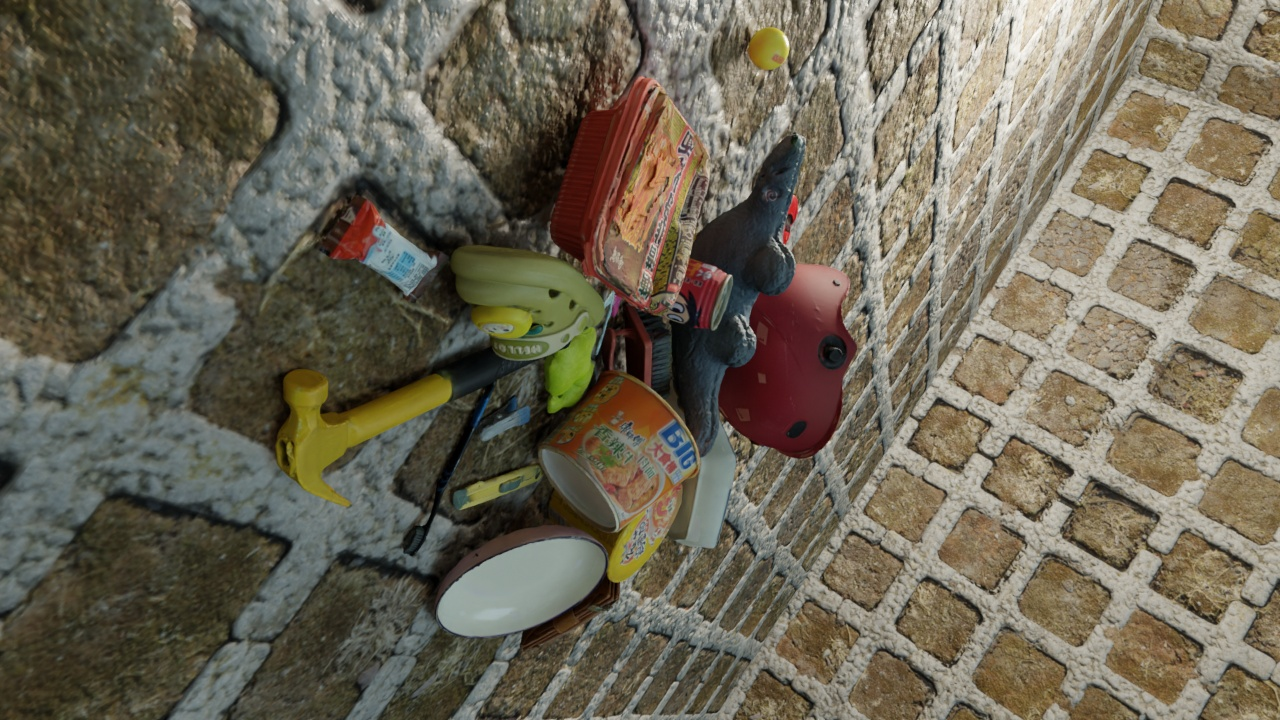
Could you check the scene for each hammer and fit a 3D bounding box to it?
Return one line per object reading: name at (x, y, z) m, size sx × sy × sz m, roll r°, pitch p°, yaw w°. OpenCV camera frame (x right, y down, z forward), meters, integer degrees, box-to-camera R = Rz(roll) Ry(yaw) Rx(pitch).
hammer at (-0.164, 0.022, 0.756) m, size 0.299 × 0.033 × 0.129 m, roll -29°, pitch 143°, yaw -47°

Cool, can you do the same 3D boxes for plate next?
plate at (-0.130, 0.232, 0.988) m, size 0.192 × 0.039 × 0.193 m, roll -17°, pitch 142°, yaw -14°
plate at (0.044, 0.134, 1.135) m, size 0.034 × 0.162 × 0.266 m, roll -25°, pitch 144°, yaw -28°

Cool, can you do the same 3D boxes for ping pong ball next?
ping pong ball at (0.127, -0.310, 0.911) m, size 0.040 × 0.040 × 0.040 m, roll -43°, pitch 151°, yaw -31°

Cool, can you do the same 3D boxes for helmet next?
helmet at (0.147, -0.006, 1.115) m, size 0.143 × 0.207 × 0.239 m, roll 9°, pitch 72°, yaw -27°

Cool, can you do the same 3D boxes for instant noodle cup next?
instant noodle cup at (-0.029, 0.101, 0.969) m, size 0.111 × 0.151 × 0.152 m, roll -41°, pitch 151°, yaw -26°
instant noodle cup at (-0.010, -0.135, 0.780) m, size 0.188 × 0.079 × 0.164 m, roll 30°, pitch 77°, yaw -67°
instant noodle cup at (-0.034, 0.175, 1.085) m, size 0.137 × 0.110 × 0.138 m, roll -42°, pitch 151°, yaw -31°

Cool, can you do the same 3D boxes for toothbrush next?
toothbrush at (-0.176, 0.099, 0.847) m, size 0.016 × 0.014 × 0.189 m, roll 20°, pitch 101°, yaw -41°

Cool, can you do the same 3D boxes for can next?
can at (0.041, -0.073, 0.942) m, size 0.066 × 0.094 × 0.066 m, roll 20°, pitch 89°, yaw -78°

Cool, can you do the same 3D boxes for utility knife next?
utility knife at (-0.133, 0.124, 0.961) m, size 0.189 × 0.020 × 0.031 m, roll -20°, pitch 141°, yaw -61°

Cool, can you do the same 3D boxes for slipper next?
slipper at (-0.086, -0.039, 0.748) m, size 0.190 × 0.092 × 0.081 m, roll 27°, pitch 70°, yaw -71°

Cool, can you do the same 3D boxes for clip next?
clip at (-0.132, 0.058, 0.874) m, size 0.058 × 0.043 × 0.027 m, roll -28°, pitch 145°, yaw -36°

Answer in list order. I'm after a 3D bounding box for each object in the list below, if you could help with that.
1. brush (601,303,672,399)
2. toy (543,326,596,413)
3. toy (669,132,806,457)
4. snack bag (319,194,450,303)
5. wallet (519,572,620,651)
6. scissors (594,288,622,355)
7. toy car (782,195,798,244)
brush at (-0.006, 0.006, 1.012) m, size 0.069 × 0.063 × 0.146 m, roll -17°, pitch 144°, yaw -12°
toy at (-0.070, 0.009, 0.919) m, size 0.096 × 0.031 × 0.100 m, roll -57°, pitch 159°, yaw -6°
toy at (0.094, -0.077, 1.005) m, size 0.091 × 0.138 × 0.357 m, roll 12°, pitch 103°, yaw -29°
snack bag at (-0.174, -0.073, 0.634) m, size 0.048 × 0.026 × 0.104 m, roll -53°, pitch 156°, yaw 2°
wallet at (-0.082, 0.293, 1.102) m, size 0.131 × 0.035 × 0.119 m, roll -33°, pitch -167°, yaw 11°
scissors at (-0.025, -0.070, 0.887) m, size 0.133 × 0.017 × 0.130 m, roll -60°, pitch 164°, yaw -77°
toy car at (0.175, -0.165, 1.184) m, size 0.106 × 0.031 × 0.049 m, roll -63°, pitch 156°, yaw 6°
